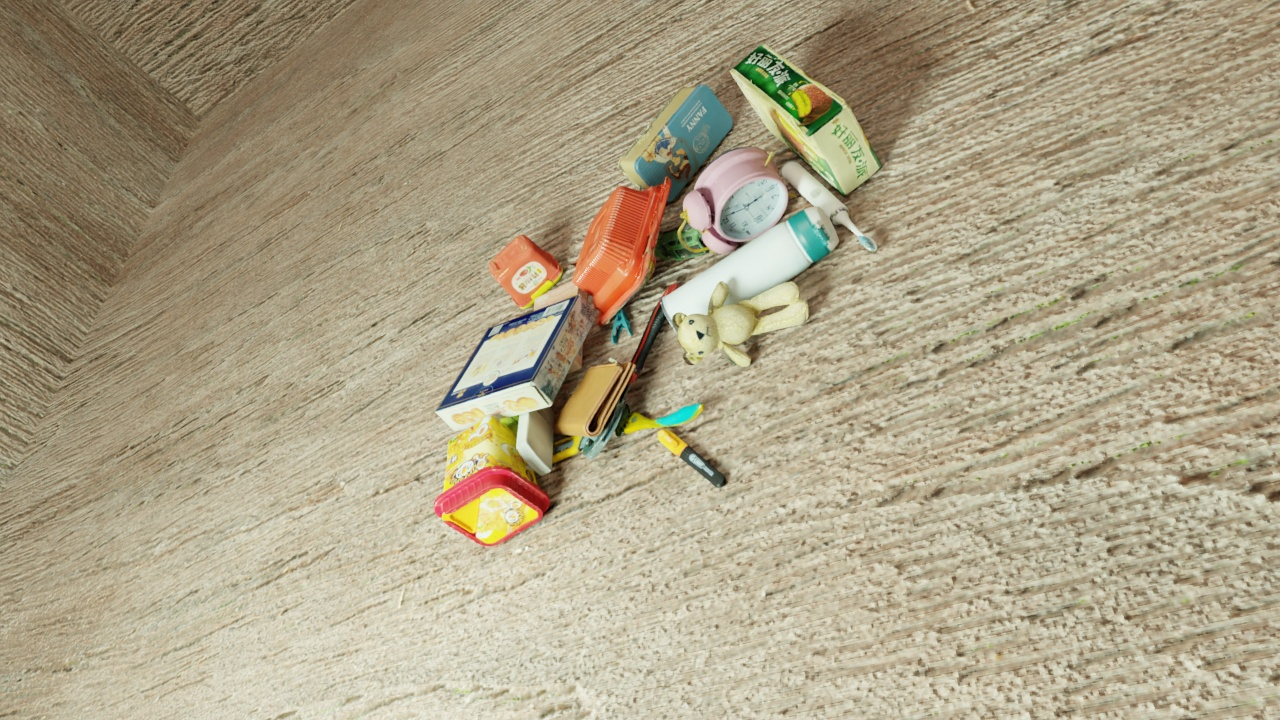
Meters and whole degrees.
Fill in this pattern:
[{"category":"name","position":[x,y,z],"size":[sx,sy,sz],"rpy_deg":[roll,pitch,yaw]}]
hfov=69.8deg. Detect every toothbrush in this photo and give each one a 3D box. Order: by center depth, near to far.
[{"category":"toothbrush","position":[0.233,-0.191,1.134],"size":[0.027,0.026,0.221],"rpy_deg":[-60,34,24]}]

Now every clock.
[{"category":"clock","position":[0.116,-0.197,1.175],"size":[0.159,0.117,0.059],"rpy_deg":[-34,52,10]}]

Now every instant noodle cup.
[{"category":"instant noodle cup","position":[-0.187,0.147,1.146],"size":[0.116,0.116,0.123],"rpy_deg":[-32,42,17]},{"category":"instant noodle cup","position":[-0.029,-0.158,1.252],"size":[0.165,0.079,0.188],"rpy_deg":[-44,26,55]}]

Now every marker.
[{"category":"marker","position":[0.057,0.110,1.043],"size":[0.018,0.015,0.124],"rpy_deg":[-52,41,-1]}]

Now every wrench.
[{"category":"wrench","position":[-0.007,0.007,1.167],"size":[0.056,0.016,0.272],"rpy_deg":[-28,31,58]}]

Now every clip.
[{"category":"clip","position":[-0.025,-0.048,1.251],"size":[0.034,0.013,0.055],"rpy_deg":[-26,43,21]}]

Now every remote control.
[{"category":"remote control","position":[-0.134,0.089,1.173],"size":[0.019,0.056,0.135],"rpy_deg":[-30,29,13]}]

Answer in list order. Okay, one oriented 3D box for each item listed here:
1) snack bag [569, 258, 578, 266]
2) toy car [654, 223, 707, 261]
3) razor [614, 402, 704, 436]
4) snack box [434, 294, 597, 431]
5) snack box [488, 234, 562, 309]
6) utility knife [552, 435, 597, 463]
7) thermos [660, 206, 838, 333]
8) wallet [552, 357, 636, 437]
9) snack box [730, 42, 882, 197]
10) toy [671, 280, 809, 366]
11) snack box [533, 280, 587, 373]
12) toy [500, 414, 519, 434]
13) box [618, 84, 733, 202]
[{"category":"snack bag","position":[-0.061,-0.175,1.380],"size":[0.048,0.026,0.104],"rpy_deg":[29,78,38]},{"category":"toy car","position":[0.054,-0.158,1.250],"size":[0.091,0.043,0.036],"rpy_deg":[-6,53,39]},{"category":"razor","position":[0.026,0.067,1.094],"size":[0.133,0.028,0.043],"rpy_deg":[-14,37,41]},{"category":"snack box","position":[-0.166,0.003,1.231],"size":[0.178,0.046,0.182],"rpy_deg":[-16,34,34]},{"category":"snack box","position":[-0.180,-0.140,1.413],"size":[0.091,0.080,0.082],"rpy_deg":[-43,39,4]},{"category":"utility knife","position":[-0.122,0.121,1.191],"size":[0.191,0.015,0.033],"rpy_deg":[-23,47,25]},{"category":"thermos","position":[0.134,-0.108,1.121],"size":[0.225,0.073,0.073],"rpy_deg":[-32,41,16]},{"category":"wallet","position":[-0.059,0.048,1.151],"size":[0.107,0.031,0.132],"rpy_deg":[-60,18,-15]},{"category":"snack box","position":[0.209,-0.316,1.191],"size":[0.063,0.114,0.240],"rpy_deg":[-39,40,7]},{"category":"toy","position":[0.117,-0.045,1.065],"size":[0.157,0.105,0.066],"rpy_deg":[-19,2,4]},{"category":"snack box","position":[-0.119,-0.041,1.317],"size":[0.085,0.026,0.157],"rpy_deg":[-23,44,27]},{"category":"toy","position":[-0.168,0.076,1.259],"size":[0.097,0.031,0.100],"rpy_deg":[2,63,43]},{"category":"box","position":[0.056,-0.324,1.354],"size":[0.184,0.090,0.063],"rpy_deg":[-52,33,-6]}]
